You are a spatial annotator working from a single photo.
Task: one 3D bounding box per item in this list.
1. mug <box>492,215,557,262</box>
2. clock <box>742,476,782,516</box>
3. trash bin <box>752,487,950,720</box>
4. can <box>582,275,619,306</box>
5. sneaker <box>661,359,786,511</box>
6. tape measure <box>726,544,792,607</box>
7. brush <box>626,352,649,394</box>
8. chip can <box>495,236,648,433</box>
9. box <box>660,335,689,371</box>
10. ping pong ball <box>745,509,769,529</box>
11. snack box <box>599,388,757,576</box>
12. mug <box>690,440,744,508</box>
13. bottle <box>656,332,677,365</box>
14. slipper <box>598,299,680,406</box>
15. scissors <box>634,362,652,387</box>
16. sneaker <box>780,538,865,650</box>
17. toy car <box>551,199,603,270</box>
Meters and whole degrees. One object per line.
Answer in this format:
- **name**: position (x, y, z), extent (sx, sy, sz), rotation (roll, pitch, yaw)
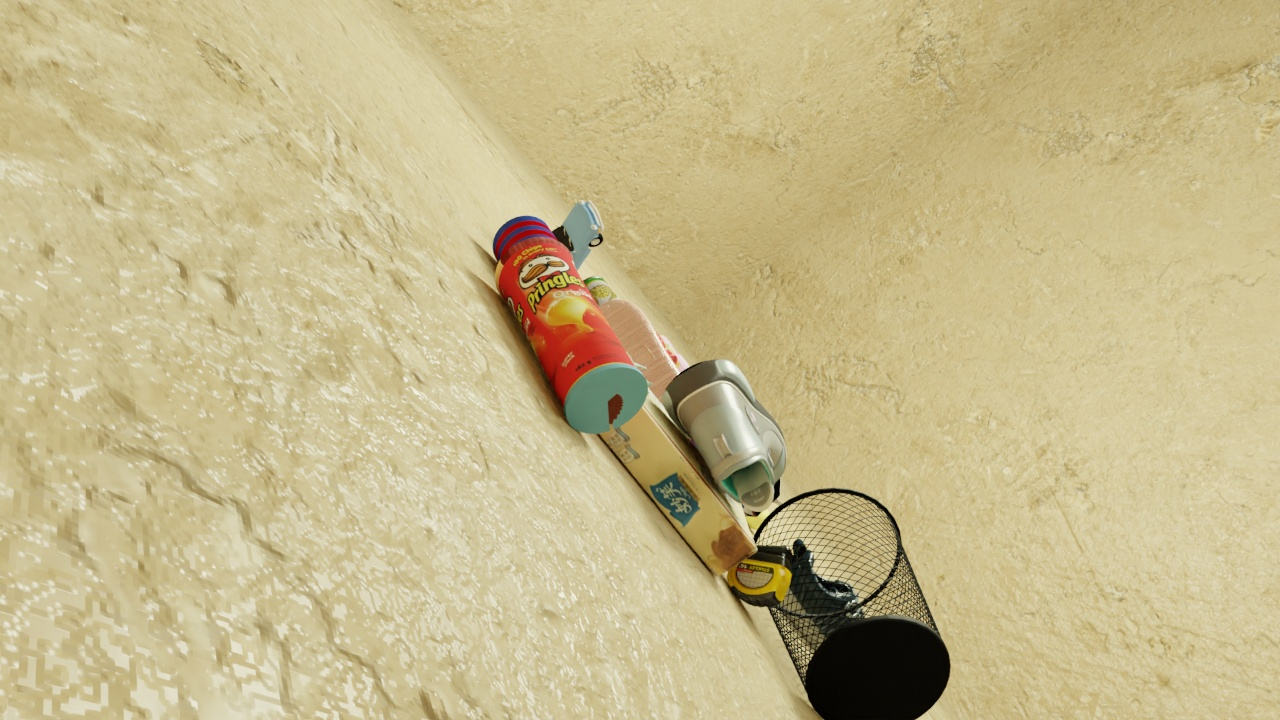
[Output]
- **mug**: position (-0.127, -0.107, 1.096), extent (0.076, 0.075, 0.112), rotation (-123, -162, -46)
- **clock**: position (0.139, 0.148, 1.307), extent (0.065, 0.115, 0.154), rotation (21, 49, -79)
- **trash bin**: position (0.226, 0.272, 0.995), extent (0.184, 0.184, 0.210), rotation (50, 11, -20)
- **can**: position (-0.053, -0.066, 1.408), extent (0.121, 0.067, 0.067), rotation (54, 6, 25)
- **sneaker**: position (0.122, 0.117, 1.025), extent (0.256, 0.093, 0.160), rotation (49, 14, -48)
- **tape measure**: position (0.127, 0.229, 0.971), extent (0.037, 0.066, 0.064), rotation (50, 42, -46)
- **brush**: position (-0.047, -0.050, 0.986), extent (0.217, 0.012, 0.033), rotation (59, 9, 29)
- **chip can**: position (-0.072, -0.030, 0.905), extent (0.087, 0.087, 0.213), rotation (46, 9, -47)
- **box**: position (0.071, 0.037, 1.465), extent (0.160, 0.062, 0.230), rotation (7, 29, -27)
- **ping pong ball**: position (0.187, 0.251, 1.469), extent (0.040, 0.040, 0.040), rotation (51, 6, -7)
- **snack box**: position (0.036, 0.118, 0.995), extent (0.207, 0.055, 0.153), rotation (51, 5, -5)
- **mug**: position (0.101, 0.147, 1.195), extent (0.111, 0.083, 0.079), rotation (54, 6, 21)
- **bottle**: position (0.001, -0.025, 1.449), extent (0.137, 0.062, 0.062), rotation (32, -8, 37)
- **slipper**: position (-0.008, 0.007, 1.284), extent (0.197, 0.093, 0.082), rotation (56, -13, 23)
- **scissors**: position (-0.045, -0.012, 1.041), extent (0.173, 0.021, 0.171), rotation (29, 3, 38)
- **sneaker**: position (0.257, 0.340, 1.211), extent (0.235, 0.087, 0.089), rotation (50, 6, -12)
- **toy car**: position (-0.103, -0.154, 1.266), extent (0.054, 0.154, 0.056), rotation (-5, 57, -38)
